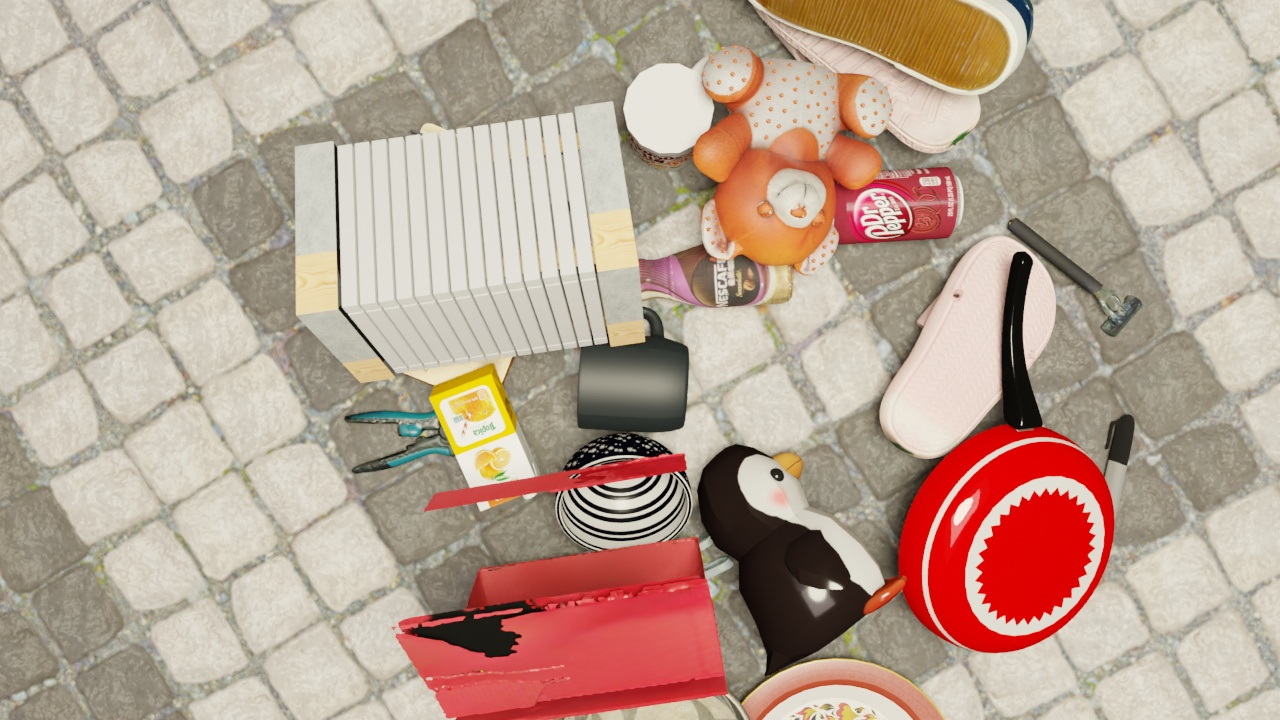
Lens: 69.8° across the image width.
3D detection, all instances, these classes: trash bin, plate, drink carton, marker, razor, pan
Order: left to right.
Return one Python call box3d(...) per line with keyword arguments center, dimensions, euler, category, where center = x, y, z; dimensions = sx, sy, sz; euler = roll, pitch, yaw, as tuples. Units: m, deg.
box3d(center=(-0.131, -0.089, 0.741), dimensions=(0.247, 0.142, 0.142), euler=(-8, 69, -1), category="trash bin")
box3d(center=(-0.138, 0.072, 0.832), dimensions=(0.058, 0.040, 0.122), euler=(-21, 106, 0), category="drink carton")
box3d(center=(0.183, 0.390, 0.862), dimensions=(0.230, 0.021, 0.230), euler=(0, 92, 1), category="plate")
box3d(center=(0.326, 0.088, 0.789), dimensions=(0.208, 0.067, 0.356), euler=(-4, 105, -19), category="pan")
box3d(center=(0.395, -0.082, 0.840), dimensions=(0.144, 0.022, 0.043), euler=(39, 91, -1), category="razor")
box3d(center=(0.436, 0.117, 0.852), dimensions=(0.022, 0.016, 0.138), euler=(14, 94, 31), category="marker")

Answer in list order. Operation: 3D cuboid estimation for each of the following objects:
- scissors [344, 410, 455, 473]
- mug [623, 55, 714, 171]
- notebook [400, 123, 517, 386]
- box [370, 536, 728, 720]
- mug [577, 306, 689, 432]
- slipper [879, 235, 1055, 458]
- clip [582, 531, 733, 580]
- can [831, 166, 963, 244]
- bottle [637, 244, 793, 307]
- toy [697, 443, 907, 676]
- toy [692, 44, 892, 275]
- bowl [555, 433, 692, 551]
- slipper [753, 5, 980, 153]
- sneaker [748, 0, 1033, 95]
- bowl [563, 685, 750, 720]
box3d(center=(-0.209, 0.068, 0.857), dimensions=(0.148, 0.019, 0.123), euler=(30, 92, -2), category="scissors")
box3d(center=(0.033, -0.223, 0.806), dimensions=(0.073, 0.089, 0.105), euler=(38, 92, -1), category="mug")
box3d(center=(-0.172, -0.088, 0.848), dimensions=(0.167, 0.024, 0.225), euler=(23, 92, -1), category="notebook")
box3d(center=(-0.045, 0.217, 0.687), dimensions=(0.211, 0.318, 0.121), euler=(-9, 85, 3), category="box")
box3d(center=(-0.005, 0.005, 0.827), dimensions=(0.094, 0.085, 0.121), euler=(4, 63, 0), category="mug")
box3d(center=(0.295, -0.009, 0.828), dimensions=(0.107, 0.056, 0.221), euler=(35, 83, -2), category="slipper")
box3d(center=(0.012, 0.242, 0.857), dimensions=(0.174, 0.030, 0.159), euler=(-13, 93, 3), category="clip")
box3d(center=(0.223, -0.138, 0.820), dimensions=(0.114, 0.063, 0.063), euler=(-3, 92, 1), category="can")
box3d(center=(0.052, -0.076, 0.827), dimensions=(0.166, 0.059, 0.059), euler=(-3, 92, 3), category="bottle")
box3d(center=(0.113, 0.163, 0.801), dimensions=(0.140, 0.159, 0.184), euler=(-37, 74, -4), category="toy")
box3d(center=(0.118, -0.162, 0.755), dimensions=(0.163, 0.093, 0.172), euler=(7, 93, -16), category="toy")
box3d(center=(-0.016, 0.110, 0.826), dimensions=(0.120, 0.066, 0.120), euler=(-2, 126, -3), category="bowl")
box3d(center=(0.198, -0.272, 0.816), dimensions=(0.094, 0.064, 0.239), euler=(-42, 78, -2), category="slipper")
box3d(center=(0.194, -0.334, 0.757), dimensions=(0.294, 0.121, 0.127), euler=(32, 52, 11), category="sneaker")
box3d(center=(0.021, 0.341, 0.830), dimensions=(0.178, 0.081, 0.178), euler=(2, 99, 11), category="bowl")
